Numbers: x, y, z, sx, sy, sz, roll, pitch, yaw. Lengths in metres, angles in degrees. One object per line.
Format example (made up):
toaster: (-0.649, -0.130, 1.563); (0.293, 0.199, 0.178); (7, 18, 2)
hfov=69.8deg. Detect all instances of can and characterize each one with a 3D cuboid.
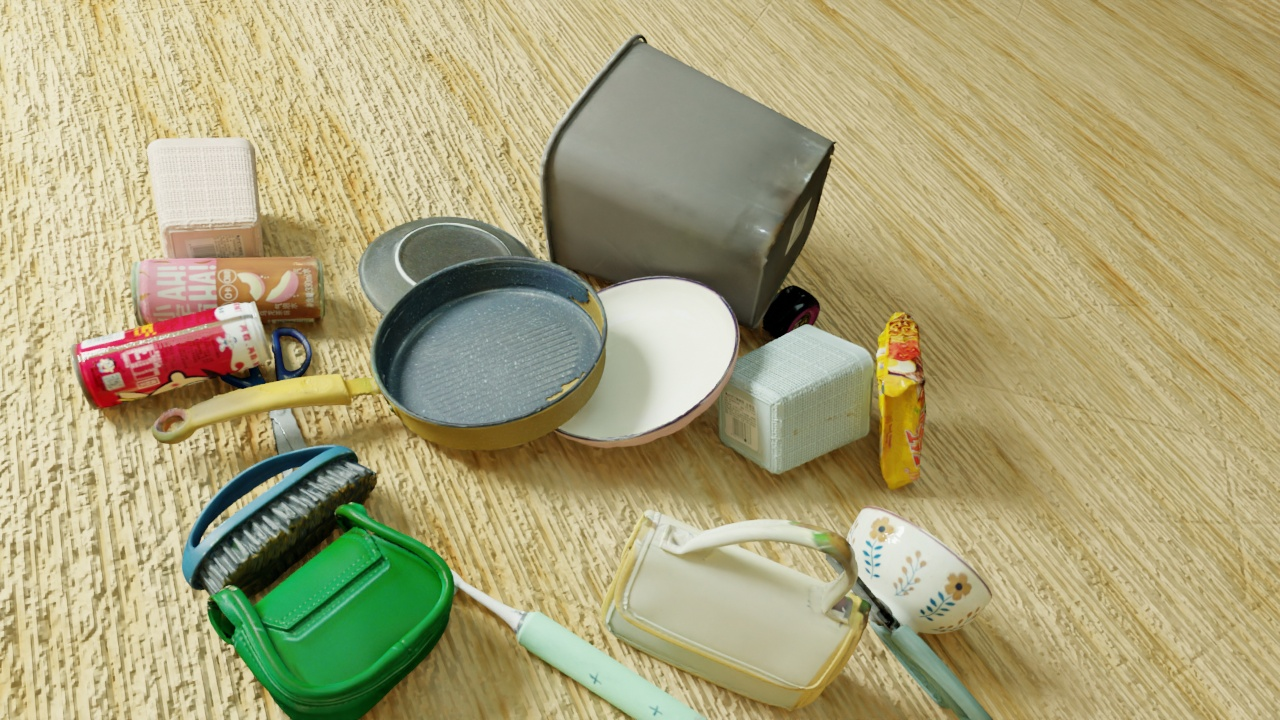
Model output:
can: (-0.348, -0.059, 0.784); (0.147, 0.058, 0.057); (-3, 47, -21)
can: (-0.362, -0.006, 0.715); (0.132, 0.053, 0.053); (-18, 53, -20)

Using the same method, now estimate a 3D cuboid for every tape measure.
tape measure: (0.151, -0.048, 0.928); (0.057, 0.058, 0.039); (-48, 62, 0)

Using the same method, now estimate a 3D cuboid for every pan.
pan: (-0.196, 0.008, 0.741); (0.356, 0.078, 0.197); (-23, 49, -16)

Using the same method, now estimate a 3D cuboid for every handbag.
handbag: (-0.194, 0.162, 0.594); (0.120, 0.068, 0.131); (38, 48, 12)
handbag: (0.065, 0.156, 0.608); (0.163, 0.179, 0.063); (22, 49, 3)

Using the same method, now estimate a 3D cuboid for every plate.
plate: (-0.181, -0.091, 0.893); (0.179, 0.024, 0.179); (9, 43, -9)
plate: (-0.005, 0.005, 0.800); (0.192, 0.039, 0.192); (-12, 44, 12)

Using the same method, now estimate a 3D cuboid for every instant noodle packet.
instant noodle packet: (0.234, 0.039, 0.821); (0.044, 0.128, 0.110); (2, 36, 19)

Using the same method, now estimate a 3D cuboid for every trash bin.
trash bin: (0.048, -0.160, 0.877); (0.220, 0.199, 0.198); (25, 62, 14)

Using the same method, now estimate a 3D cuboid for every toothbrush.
toothbrush: (-0.053, 0.201, 0.635); (0.224, 0.027, 0.026); (29, 7, 12)

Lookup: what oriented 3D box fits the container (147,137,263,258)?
container: (-0.386, -0.130, 0.825); (0.089, 0.090, 0.110); (-7, 52, -24)

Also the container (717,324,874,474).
container: (0.132, 0.034, 0.804); (0.111, 0.090, 0.090); (-21, 32, -30)

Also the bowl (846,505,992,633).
bowl: (0.200, 0.170, 0.699); (0.113, 0.113, 0.062); (35, 77, 18)

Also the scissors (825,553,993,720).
scissors: (0.184, 0.194, 0.620); (0.019, 0.180, 0.143); (-40, 23, -6)

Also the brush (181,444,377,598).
brush: (-0.259, 0.106, 0.646); (0.073, 0.055, 0.143); (35, 47, 16)

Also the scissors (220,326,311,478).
scissors: (-0.302, 0.036, 0.736); (0.132, 0.012, 0.172); (11, 45, -8)
